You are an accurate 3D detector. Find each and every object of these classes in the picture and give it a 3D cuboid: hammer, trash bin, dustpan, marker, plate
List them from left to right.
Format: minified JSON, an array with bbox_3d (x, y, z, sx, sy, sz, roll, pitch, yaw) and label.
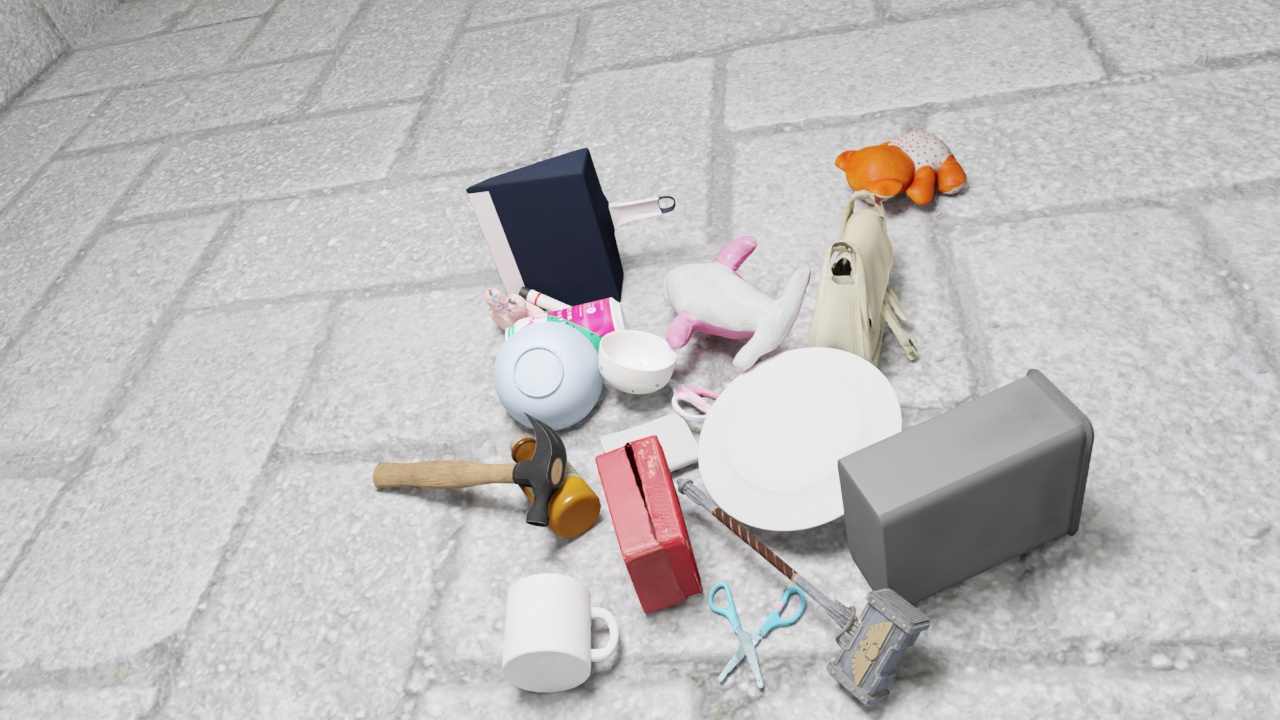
[{"bbox_3d":[-0.224,0.138,1.154,0.306,0.040,0.132,-5,65,34],"label":"hammer"},{"bbox_3d":[-0.115,-0.075,1.376,0.145,0.019,0.019,24,54,11],"label":"marker"},{"bbox_3d":[-0.085,-0.196,1.357,0.273,0.236,0.080,-5,44,12],"label":"dustpan"},{"bbox_3d":[0.145,0.214,0.970,0.322,0.044,0.098,36,109,39],"label":"hammer"},{"bbox_3d":[0.176,0.081,1.056,0.243,0.016,0.242,-17,49,20],"label":"plate"},{"bbox_3d":[0.325,0.137,0.929,0.220,0.192,0.097,-23,44,-4],"label":"trash bin"}]

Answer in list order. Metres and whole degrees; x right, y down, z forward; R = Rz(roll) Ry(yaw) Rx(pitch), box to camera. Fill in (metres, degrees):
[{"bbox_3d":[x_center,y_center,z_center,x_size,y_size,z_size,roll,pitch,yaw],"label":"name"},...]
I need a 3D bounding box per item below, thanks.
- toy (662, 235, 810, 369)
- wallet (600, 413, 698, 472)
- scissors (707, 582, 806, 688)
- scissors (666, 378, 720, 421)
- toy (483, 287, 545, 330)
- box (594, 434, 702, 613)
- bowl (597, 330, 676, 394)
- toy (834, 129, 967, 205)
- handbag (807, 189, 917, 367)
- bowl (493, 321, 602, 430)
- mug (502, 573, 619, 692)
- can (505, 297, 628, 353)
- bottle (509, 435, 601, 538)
[{"bbox_3d":[0.129,-0.068,1.238,0.186,0.128,0.266,-56,34,-4],"label":"toy"},{"bbox_3d":[0.013,0.117,1.159,0.116,0.032,0.086,-15,44,-10],"label":"wallet"},{"bbox_3d":[0.110,0.280,0.979,0.126,0.015,0.135,25,51,36],"label":"scissors"},{"bbox_3d":[0.049,0.037,1.231,0.076,0.017,0.174,-15,34,-31],"label":"scissors"},{"bbox_3d":[-0.187,-0.072,1.361,0.108,0.105,0.053,21,75,24],"label":"toy"},{"bbox_3d":[0.015,0.179,1.026,0.087,0.129,0.158,-17,44,-2],"label":"box"},{"bbox_3d":[-0.007,0.007,1.220,0.105,0.054,0.104,9,29,-5],"label":"bowl"},{"bbox_3d":[0.397,-0.293,1.422,0.172,0.093,0.163,-19,45,-20],"label":"toy"},{"bbox_3d":[0.299,-0.100,1.196,0.132,0.184,0.228,4,31,17],"label":"handbag"},{"bbox_3d":[-0.128,0.018,1.215,0.150,0.075,0.150,0,85,5],"label":"bowl"},{"bbox_3d":[-0.083,0.290,0.977,0.121,0.091,0.090,2,44,-5],"label":"mug"},{"bbox_3d":[-0.101,-0.030,1.301,0.166,0.088,0.088,-13,44,4],"label":"can"},{"bbox_3d":[-0.116,0.147,1.142,0.067,0.068,0.157,-32,46,-16],"label":"bottle"}]
